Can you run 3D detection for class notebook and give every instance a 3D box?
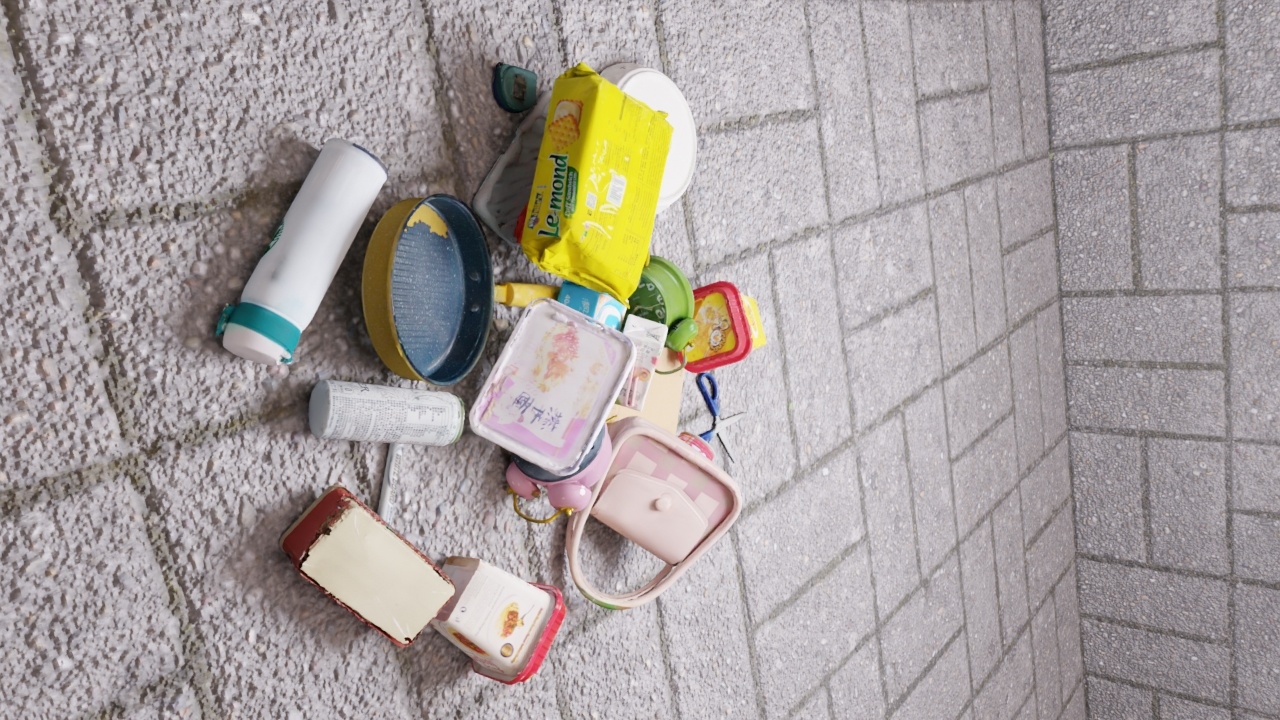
[{"bbox_3d":[-0.013,0.047,1.254,0.211,0.012,0.149,13,84,-48],"label":"notebook"}]

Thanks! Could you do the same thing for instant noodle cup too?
[{"bbox_3d":[-0.096,0.031,1.037,0.173,0.138,0.060,-63,176,-8],"label":"instant noodle cup"},{"bbox_3d":[-0.169,0.282,1.023,0.124,0.117,0.116,41,61,-27],"label":"instant noodle cup"},{"bbox_3d":[0.117,-0.047,1.318,0.123,0.116,0.116,-3,77,-60],"label":"instant noodle cup"}]

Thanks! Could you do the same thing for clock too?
[{"bbox_3d":[-0.097,0.118,1.086,0.158,0.117,0.060,-64,152,-24],"label":"clock"},{"bbox_3d":[0.013,-0.058,1.188,0.056,0.116,0.161,-30,97,-50],"label":"clock"}]

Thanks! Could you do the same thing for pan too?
[{"bbox_3d":[-0.171,-0.075,1.019,0.356,0.078,0.198,-7,100,-70],"label":"pan"}]

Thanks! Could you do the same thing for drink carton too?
[{"bbox_3d":[-0.007,0.007,1.160,0.045,0.053,0.123,-73,180,-51],"label":"drink carton"}]

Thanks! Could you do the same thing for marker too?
[{"bbox_3d":[-0.264,0.122,0.971,0.016,0.017,0.145,16,80,-47],"label":"marker"}]

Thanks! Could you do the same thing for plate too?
[{"bbox_3d":[0.007,-0.298,1.237,0.204,0.046,0.205,-3,94,-49],"label":"plate"}]

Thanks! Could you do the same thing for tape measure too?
[{"bbox_3d":[-0.146,-0.320,1.079,0.058,0.025,0.054,1,90,-47],"label":"tape measure"}]

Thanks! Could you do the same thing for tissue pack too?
[{"bbox_3d":[-0.066,-0.033,1.125,0.090,0.063,0.140,17,88,-66],"label":"tissue pack"}]

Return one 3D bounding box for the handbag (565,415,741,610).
[{"bbox_3d":[0.000,0.208,1.182,0.193,0.093,0.234,34,82,-13],"label":"handbag"}]

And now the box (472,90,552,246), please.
[{"bbox_3d":[-0.120,-0.235,1.089,0.098,0.095,0.201,30,64,-7],"label":"box"}]

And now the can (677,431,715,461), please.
[{"bbox_3d":[0.055,0.153,1.284,0.093,0.067,0.066,-52,128,-24],"label":"can"}]

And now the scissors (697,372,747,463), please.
[{"bbox_3d":[0.112,0.099,1.395,0.161,0.012,0.174,-46,125,-38],"label":"scissors"}]

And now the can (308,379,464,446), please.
[{"bbox_3d":[-0.256,0.055,0.929,0.146,0.058,0.058,8,85,-38],"label":"can"}]

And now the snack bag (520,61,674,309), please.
[{"bbox_3d":[-0.042,-0.197,1.034,0.158,0.068,0.246,20,77,-45],"label":"snack bag"}]

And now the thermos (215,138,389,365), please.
[{"bbox_3d":[-0.319,-0.101,0.866,0.073,0.073,0.223,39,63,-41],"label":"thermos"}]

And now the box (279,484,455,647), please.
[{"bbox_3d":[-0.264,0.208,0.915,0.091,0.077,0.168,-49,127,-16],"label":"box"}]
